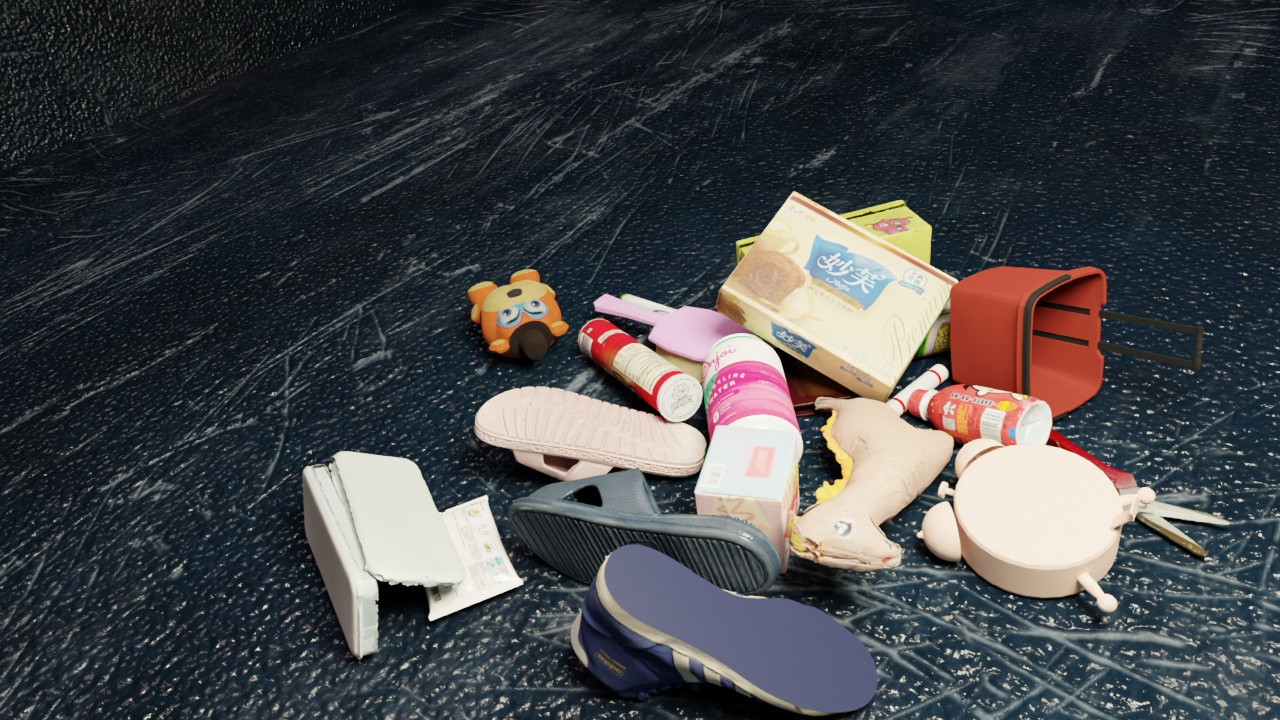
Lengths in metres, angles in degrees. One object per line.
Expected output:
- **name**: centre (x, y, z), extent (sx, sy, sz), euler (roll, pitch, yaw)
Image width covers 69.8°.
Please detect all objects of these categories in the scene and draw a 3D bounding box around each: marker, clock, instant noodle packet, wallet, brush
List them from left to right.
- **instant noodle packet**: centre (-0.172, 0.184, 0.875), extent (0.087, 0.026, 0.134), euler (-19, 36, -14)
- **marker**: centre (0.032, -0.063, 1.188), extent (0.147, 0.017, 0.017), euler (20, 44, 36)
- **brush**: centre (0.036, -0.033, 1.119), extent (0.229, 0.043, 0.089), euler (20, 44, 35)
- **wallet**: centre (0.199, 0.019, 1.033), extent (0.091, 0.018, 0.115), euler (-9, 33, 2)
- **marker**: centre (0.303, 0.029, 0.989), extent (0.145, 0.019, 0.019), euler (-31, 40, -28)
- **clock**: centre (0.333, 0.127, 0.780), extent (0.161, 0.086, 0.130), euler (11, 48, 39)

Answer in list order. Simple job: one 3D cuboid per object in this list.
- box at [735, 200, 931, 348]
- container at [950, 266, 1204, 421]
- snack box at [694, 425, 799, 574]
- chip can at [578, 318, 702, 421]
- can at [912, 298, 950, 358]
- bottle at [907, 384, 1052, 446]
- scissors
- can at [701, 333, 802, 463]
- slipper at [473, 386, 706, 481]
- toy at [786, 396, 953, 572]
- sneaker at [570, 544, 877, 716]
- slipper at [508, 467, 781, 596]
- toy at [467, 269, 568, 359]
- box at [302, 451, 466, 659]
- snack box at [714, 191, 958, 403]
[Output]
- **box**: centre (0.231, -0.103, 1.108), extent (0.221, 0.124, 0.082), euler (-15, 35, -5)
- **container**: centre (0.417, -0.016, 0.907), extent (0.126, 0.148, 0.201), euler (-20, 24, -26)
- **snack box**: centre (0.100, 0.126, 0.834), extent (0.079, 0.095, 0.092), euler (4, 36, 17)
- **chip can**: centre (-0.006, 0.006, 1.041), extent (0.051, 0.052, 0.215), euler (-23, 28, -19)
- **can**: centre (0.356, -0.045, 1.041), extent (0.121, 0.067, 0.067), euler (-12, 35, -3)
- **bottle**: centre (0.328, 0.054, 0.908), extent (0.061, 0.062, 0.138), euler (-30, 25, -27)
- **scissors**: centre (0.411, 0.117, 0.840), extent (0.179, 0.015, 0.196), euler (-8, 34, 1)
- **can**: centre (0.111, 0.047, 0.948), extent (0.088, 0.088, 0.165), euler (-7, 35, 3)
- **slipper**: centre (-0.053, 0.088, 0.955), extent (0.239, 0.065, 0.094), euler (10, 33, -2)
- **toy**: centre (0.187, 0.105, 0.838), extent (0.196, 0.065, 0.263), euler (17, 28, 37)
- **sneaker**: centre (0.053, 0.236, 0.723), extent (0.233, 0.119, 0.091), euler (24, 43, -11)
- **slipper**: centre (0.007, 0.145, 0.802), extent (0.264, 0.101, 0.082), euler (0, 35, 33)
- **toy**: centre (-0.154, -0.054, 1.165), extent (0.112, 0.096, 0.176), euler (-19, 47, -15)
- **box**: centre (-0.257, 0.181, 0.860), extent (0.129, 0.106, 0.211), euler (9, 22, -30)
- **snack box**: centre (0.209, -0.070, 0.986), extent (0.207, 0.055, 0.153), euler (32, 69, 14)
